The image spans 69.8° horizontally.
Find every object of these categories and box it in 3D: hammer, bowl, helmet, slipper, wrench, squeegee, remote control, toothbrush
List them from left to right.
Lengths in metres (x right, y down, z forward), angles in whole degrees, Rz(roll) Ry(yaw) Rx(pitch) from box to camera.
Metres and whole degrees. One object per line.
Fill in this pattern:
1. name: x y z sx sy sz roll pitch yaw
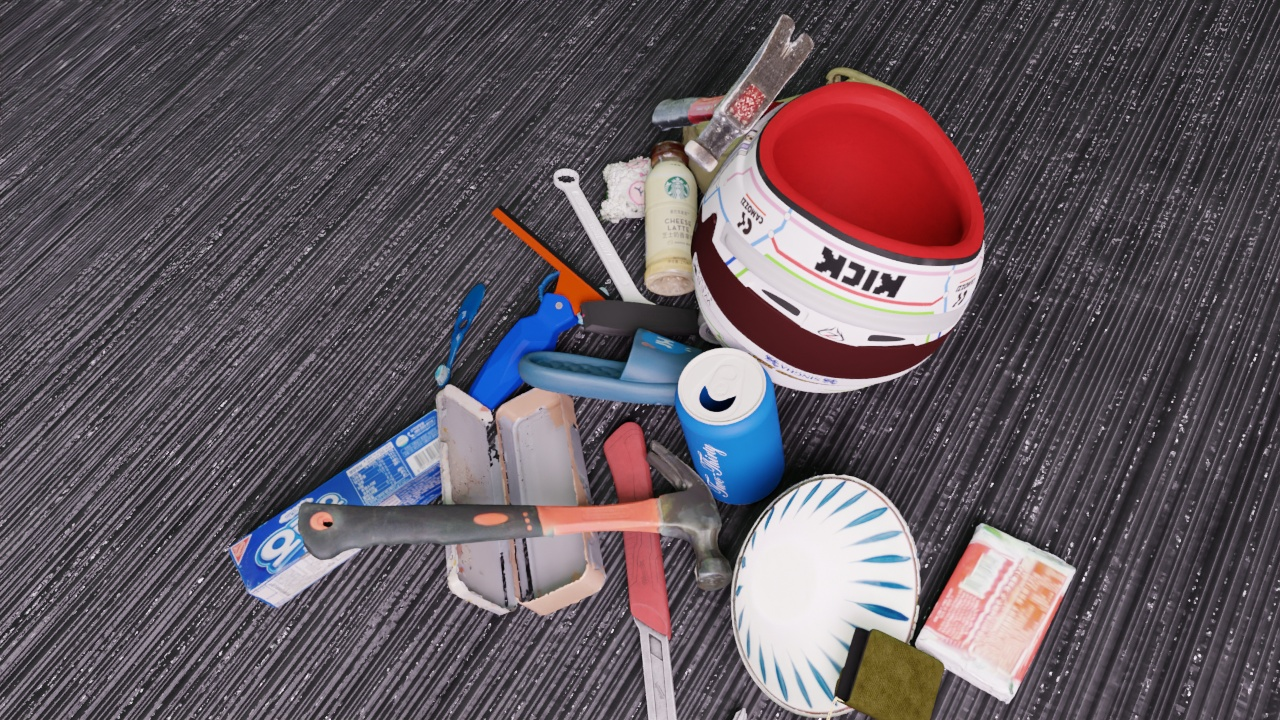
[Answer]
1. toothbrush: -0.190 -0.030 0.971 0.021 0.016 0.132 7 60 16
2. hammer: -0.098 0.128 0.734 0.332 0.033 0.133 0 50 -15
3. squeegee: -0.112 -0.012 0.905 0.249 0.055 0.185 41 91 11
4. wrench: -0.039 -0.122 0.992 0.047 0.009 0.273 -14 52 -18
5. slipper: -0.005 0.005 0.835 0.214 0.059 0.103 3 13 -1
6. remote control: 0.004 -0.040 0.898 0.124 0.010 0.039 2 53 -20
7. hammer: 0.008 0.191 0.769 0.126 0.036 0.315 -10 55 4
8. hammer: 0.063 -0.247 0.879 0.140 0.036 0.326 -50 16 4
9. bowl: 0.126 0.175 0.707 0.177 0.177 0.071 -53 20 -21
10. helmet: 0.157 -0.086 0.785 0.231 0.237 0.313 19 42 -1

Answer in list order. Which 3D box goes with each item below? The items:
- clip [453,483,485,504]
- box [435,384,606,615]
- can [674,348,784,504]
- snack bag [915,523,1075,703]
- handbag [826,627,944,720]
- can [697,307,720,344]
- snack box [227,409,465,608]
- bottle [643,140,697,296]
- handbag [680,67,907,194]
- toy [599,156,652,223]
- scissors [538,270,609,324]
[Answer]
1. clip: -0.162 0.141 0.848 0.037 0.022 0.058 16 61 27
2. box: -0.106 0.106 0.800 0.105 0.096 0.216 -23 49 10
3. can: 0.077 0.058 0.767 0.079 0.146 0.078 -6 56 9
4. snack bag: 0.270 0.190 0.701 0.077 0.036 0.115 27 67 26
5. handbag: 0.160 0.288 0.654 0.084 0.027 0.177 29 69 -15
6. can: 0.084 -0.070 0.913 0.044 0.044 0.106 2 58 15
7. snack box: -0.263 0.136 0.854 0.226 0.059 0.059 -36 60 -10
8. bottle: 0.032 -0.150 0.953 0.056 0.056 0.161 -5 68 11
9. handbag: 0.163 -0.233 0.985 0.233 0.089 0.190 -14 40 5
10. toy: 0.008 -0.194 1.018 0.109 0.041 0.095 -4 54 3
11. scissors: -0.081 -0.037 0.953 0.105 0.019 0.131 7 63 19
